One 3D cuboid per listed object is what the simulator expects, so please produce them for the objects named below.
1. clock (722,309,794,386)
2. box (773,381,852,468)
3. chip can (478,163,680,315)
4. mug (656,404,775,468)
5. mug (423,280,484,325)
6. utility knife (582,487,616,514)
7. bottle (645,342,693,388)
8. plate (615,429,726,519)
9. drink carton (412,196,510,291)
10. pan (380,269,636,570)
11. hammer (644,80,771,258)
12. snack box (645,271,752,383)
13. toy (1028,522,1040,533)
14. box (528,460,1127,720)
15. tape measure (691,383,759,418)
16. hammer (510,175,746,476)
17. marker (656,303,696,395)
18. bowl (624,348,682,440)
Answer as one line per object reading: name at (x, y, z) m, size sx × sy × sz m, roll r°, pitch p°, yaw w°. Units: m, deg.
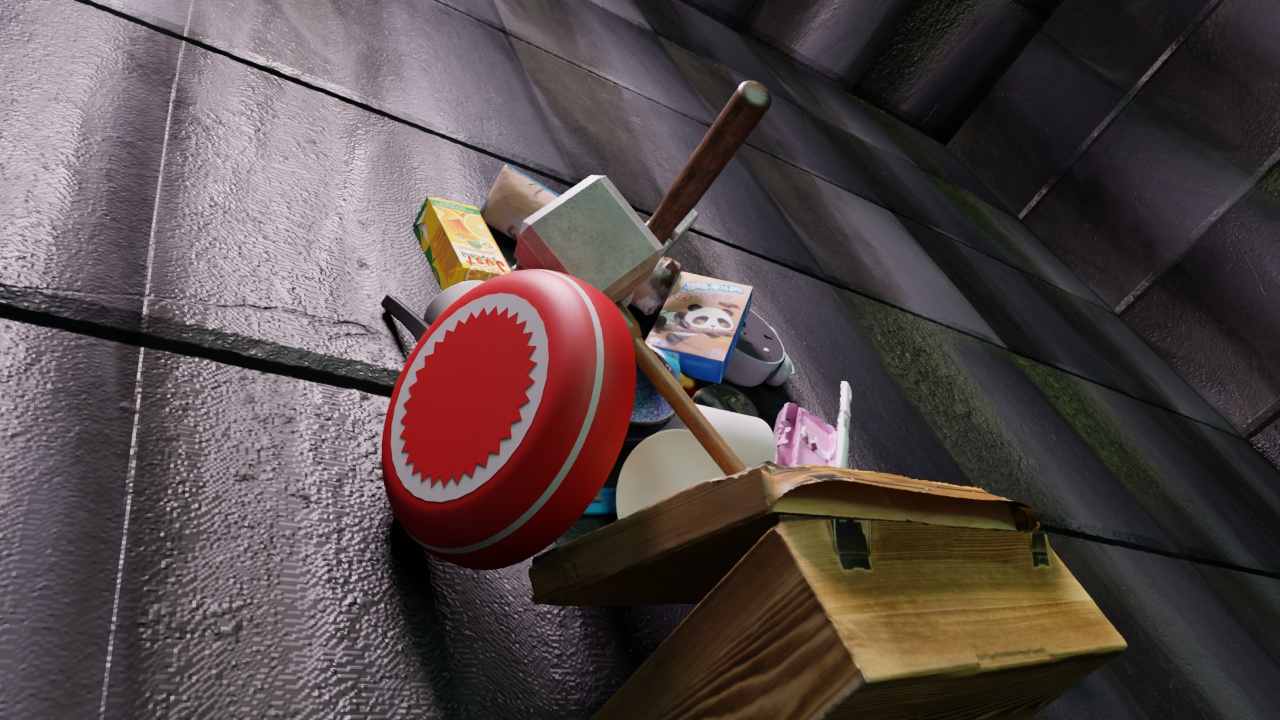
clock at (0.121, -0.020, 1.105) m, size 0.159 × 0.045 × 0.122 m, roll 21°, pitch 32°, yaw -27°
box at (0.193, 0.092, 0.960) m, size 0.088 × 0.096 × 0.201 m, roll 36°, pitch 28°, yaw -4°
chip can at (-0.069, -0.135, 1.043) m, size 0.229 × 0.080 × 0.079 m, roll 29°, pitch 29°, yaw -12°
mug at (0.062, 0.074, 0.877) m, size 0.090 × 0.074 × 0.110 m, roll 14°, pitch 23°, yaw -34°
mug at (-0.125, -0.010, 0.803) m, size 0.107 × 0.071 × 0.089 m, roll 9°, pitch 42°, yaw -49°
utility knife at (-0.032, 0.115, 0.769) m, size 0.173 × 0.015 × 0.031 m, roll 7°, pitch 44°, yaw -43°
bottle at (-0.006, 0.005, 0.923) m, size 0.146 × 0.051 × 0.051 m, roll 18°, pitch 33°, yaw -29°
plate at (0.038, 0.125, 0.779) m, size 0.134 × 0.011 × 0.134 m, roll 10°, pitch 67°, yaw -24°
drink carton at (-0.178, -0.108, 0.919) m, size 0.058 × 0.041 × 0.122 m, roll 7°, pitch 40°, yaw -41°
pan at (-0.137, 0.006, 0.672) m, size 0.067 × 0.209 × 0.356 m, roll 32°, pitch 1°, yaw -44°
hammer at (0.024, -0.141, 0.867) m, size 0.037 × 0.301 × 0.217 m, roll 42°, pitch 61°, yaw 0°
snack box at (0.065, -0.040, 1.010) m, size 0.087 × 0.034 × 0.150 m, roll 14°, pitch 40°, yaw 12°
toy at (0.271, 0.196, 0.859) m, size 0.203 × 0.163 × 0.198 m, roll 32°, pitch 68°, yaw -1°
box at (0.117, 0.162, 0.602) m, size 0.278 × 0.258 × 0.215 m, roll 11°, pitch 39°, yaw -38°
tape measure at (0.088, 0.056, 0.959) m, size 0.071 × 0.042 × 0.072 m, roll 38°, pitch 26°, yaw 11°
hammer at (0.022, 0.021, 0.741) m, size 0.082 × 0.163 × 0.317 m, roll -38°, pitch 87°, yaw -18°
marker at (0.040, -0.016, 1.037) m, size 0.023 × 0.021 × 0.144 m, roll 53°, pitch 15°, yaw -37°
bowl at (-0.023, 0.035, 0.842) m, size 0.114 × 0.061 × 0.114 m, roll 14°, pitch 39°, yaw -12°
